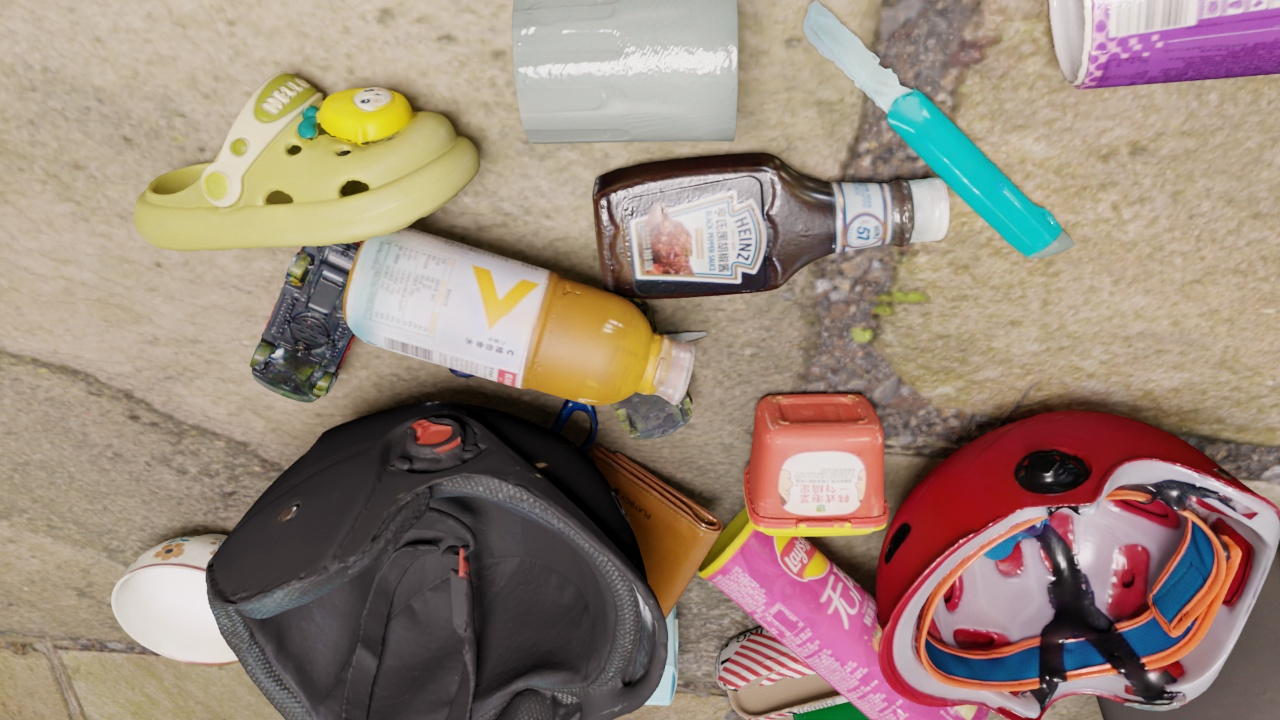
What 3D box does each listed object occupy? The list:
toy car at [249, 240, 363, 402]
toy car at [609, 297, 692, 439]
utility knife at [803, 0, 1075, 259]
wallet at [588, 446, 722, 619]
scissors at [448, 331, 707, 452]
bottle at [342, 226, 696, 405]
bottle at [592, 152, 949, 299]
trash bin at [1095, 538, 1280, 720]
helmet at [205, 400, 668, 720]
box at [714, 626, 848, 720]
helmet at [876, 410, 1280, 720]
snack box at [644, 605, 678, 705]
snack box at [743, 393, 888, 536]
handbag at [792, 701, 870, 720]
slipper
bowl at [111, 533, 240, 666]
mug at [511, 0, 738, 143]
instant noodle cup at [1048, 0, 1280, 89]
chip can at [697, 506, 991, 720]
[{"bbox_3d":[-0.196,-0.028,0.559,0.053,0.045,0.121,27,116,-16],"label":"toy car"},{"bbox_3d":[-0.003,0.003,0.574,0.048,0.032,0.105,-22,119,9],"label":"toy car"},{"bbox_3d":[0.167,-0.121,0.507,0.221,0.013,0.029,35,120,-24],"label":"utility knife"},{"bbox_3d":[-0.018,0.134,0.663,0.119,0.035,0.131,31,119,9],"label":"wallet"},{"bbox_3d":[-0.044,0.003,0.600,0.162,0.012,0.176,9,123,-6],"label":"scissors"},{"bbox_3d":[-0.064,-0.019,0.508,0.189,0.067,0.068,17,124,-6],"label":"bottle"},{"bbox_3d":[0.073,-0.078,0.521,0.195,0.044,0.080,-4,121,3],"label":"bottle"},{"bbox_3d":[0.432,0.241,0.635,0.199,0.219,0.199,33,120,-20],"label":"trash bin"},{"bbox_3d":[-0.116,0.135,0.561,0.275,0.229,0.234,-12,120,11],"label":"helmet"},{"bbox_3d":[0.145,0.243,0.736,0.164,0.074,0.081,-22,111,12],"label":"box"},{"bbox_3d":[0.256,0.122,0.595,0.240,0.143,0.207,-7,123,1],"label":"helmet"},{"bbox_3d":[-0.059,0.221,0.716,0.175,0.074,0.052,2,125,-1],"label":"snack box"},{"bbox_3d":[0.115,0.067,0.603,0.091,0.082,0.080,-1,115,1],"label":"snack box"},{"bbox_3d":[0.188,0.295,0.738,0.131,0.120,0.068,-17,118,15],"label":"handbag"},{"bbox_3d":[-0.183,-0.105,0.480,0.191,0.091,0.082,-6,123,9],"label":"slipper"},{"bbox_3d":[-0.328,0.172,0.694,0.113,0.062,0.114,1,124,1],"label":"bowl"},{"bbox_3d":[-0.006,-0.167,0.446,0.103,0.083,0.124,-2,99,3],"label":"mug"},{"bbox_3d":[0.245,-0.175,0.417,0.099,0.111,0.112,-7,126,17],"label":"instant noodle cup"},{"bbox_3d":[0.142,0.191,0.648,0.210,0.071,0.072,40,119,2],"label":"chip can"}]
